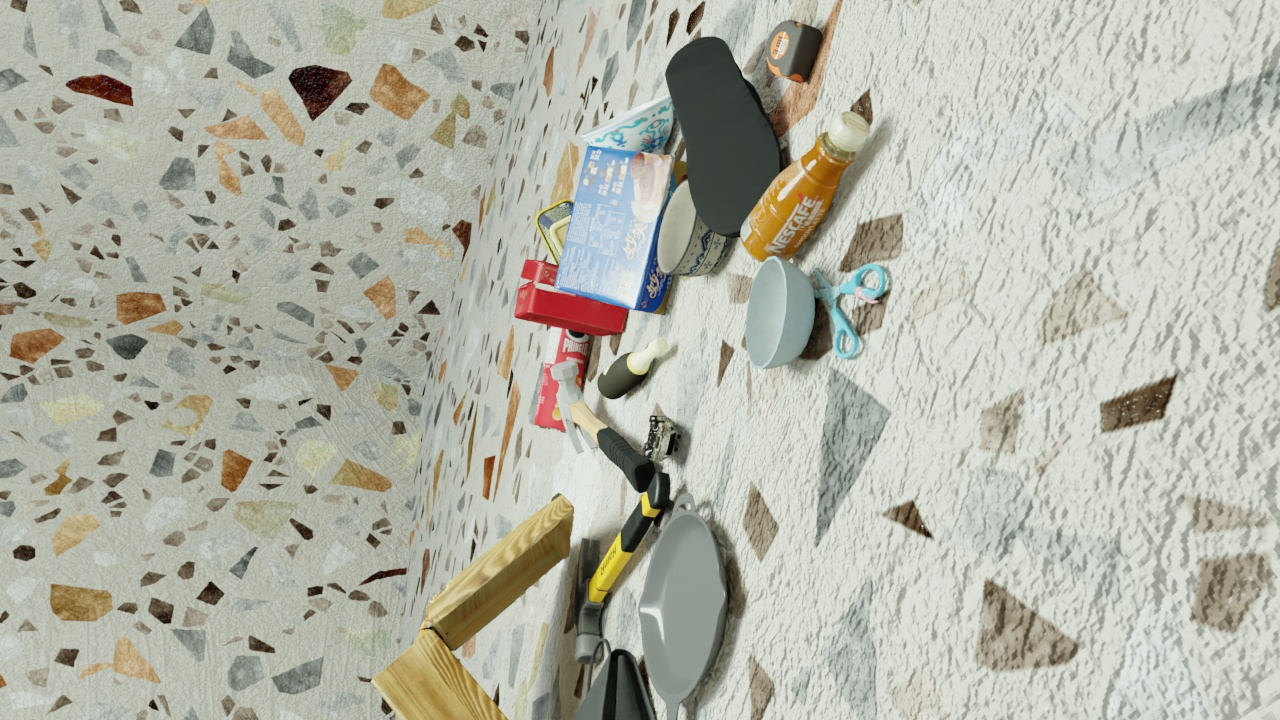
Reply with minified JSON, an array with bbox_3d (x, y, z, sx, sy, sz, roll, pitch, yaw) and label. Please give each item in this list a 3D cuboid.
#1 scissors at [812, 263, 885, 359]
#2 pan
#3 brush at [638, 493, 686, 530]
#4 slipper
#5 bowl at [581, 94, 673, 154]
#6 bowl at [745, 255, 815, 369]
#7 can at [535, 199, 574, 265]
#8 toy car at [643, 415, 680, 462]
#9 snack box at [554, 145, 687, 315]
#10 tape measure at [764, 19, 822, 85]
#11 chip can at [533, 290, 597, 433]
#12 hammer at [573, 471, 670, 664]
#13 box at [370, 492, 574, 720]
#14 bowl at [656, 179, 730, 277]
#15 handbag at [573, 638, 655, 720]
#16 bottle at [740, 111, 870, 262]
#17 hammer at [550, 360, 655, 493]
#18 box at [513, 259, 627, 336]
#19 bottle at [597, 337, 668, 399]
[{"bbox_3d":[0.173,-0.042,0.813,0.142,0.015,0.095,-162,84,-77],"label":"scissors"},{"bbox_3d":[0.043,0.313,0.937,0.217,0.024,0.353,142,136,-62],"label":"pan"},{"bbox_3d":[0.024,0.180,1.090,0.151,0.012,0.039,-167,88,-72],"label":"brush"},{"bbox_3d":[0.104,-0.246,1.043,0.109,0.083,0.265,-25,61,19],"label":"slipper"},{"bbox_3d":[-0.007,-0.329,1.360,0.074,0.144,0.144,65,169,-17],"label":"bowl"},{"bbox_3d":[0.134,-0.042,0.857,0.106,0.039,0.106,-175,91,-78],"label":"bowl"},{"bbox_3d":[-0.107,-0.187,1.512,0.135,0.075,0.104,65,173,-25],"label":"can"},{"bbox_3d":[0.027,0.094,1.104,0.113,0.040,0.048,-102,24,-87],"label":"toy car"},{"bbox_3d":[-0.020,-0.177,1.244,0.155,0.069,0.203,18,97,39],"label":"snack box"},{"bbox_3d":[0.162,-0.326,0.971,0.059,0.038,0.058,42,119,53],"label":"tape measure"},{"bbox_3d":[-0.126,0.003,1.538,0.073,0.073,0.233,179,102,-71],"label":"chip can"},{"bbox_3d":[-0.027,0.239,1.152,0.326,0.034,0.169,117,158,-44],"label":"hammer"},{"bbox_3d":[-0.159,0.391,1.227,0.335,0.286,0.280,-42,-14,-19],"label":"box"},{"bbox_3d":[0.069,-0.152,1.091,0.115,0.059,0.115,-169,91,-71],"label":"bowl"},{"bbox_3d":[-0.047,0.418,1.079,0.195,0.072,0.176,-98,27,-54],"label":"handbag"},{"bbox_3d":[0.154,-0.159,0.853,0.168,0.059,0.059,124,151,-48],"label":"bottle"},{"bbox_3d":[-0.053,0.103,1.271,0.328,0.039,0.131,-145,41,-64],"label":"hammer"},{"bbox_3d":[-0.106,-0.092,1.410,0.130,0.157,0.097,-170,95,-72],"label":"box"},{"bbox_3d":[-0.007,0.007,1.234,0.185,0.045,0.045,141,137,-61],"label":"bottle"}]
